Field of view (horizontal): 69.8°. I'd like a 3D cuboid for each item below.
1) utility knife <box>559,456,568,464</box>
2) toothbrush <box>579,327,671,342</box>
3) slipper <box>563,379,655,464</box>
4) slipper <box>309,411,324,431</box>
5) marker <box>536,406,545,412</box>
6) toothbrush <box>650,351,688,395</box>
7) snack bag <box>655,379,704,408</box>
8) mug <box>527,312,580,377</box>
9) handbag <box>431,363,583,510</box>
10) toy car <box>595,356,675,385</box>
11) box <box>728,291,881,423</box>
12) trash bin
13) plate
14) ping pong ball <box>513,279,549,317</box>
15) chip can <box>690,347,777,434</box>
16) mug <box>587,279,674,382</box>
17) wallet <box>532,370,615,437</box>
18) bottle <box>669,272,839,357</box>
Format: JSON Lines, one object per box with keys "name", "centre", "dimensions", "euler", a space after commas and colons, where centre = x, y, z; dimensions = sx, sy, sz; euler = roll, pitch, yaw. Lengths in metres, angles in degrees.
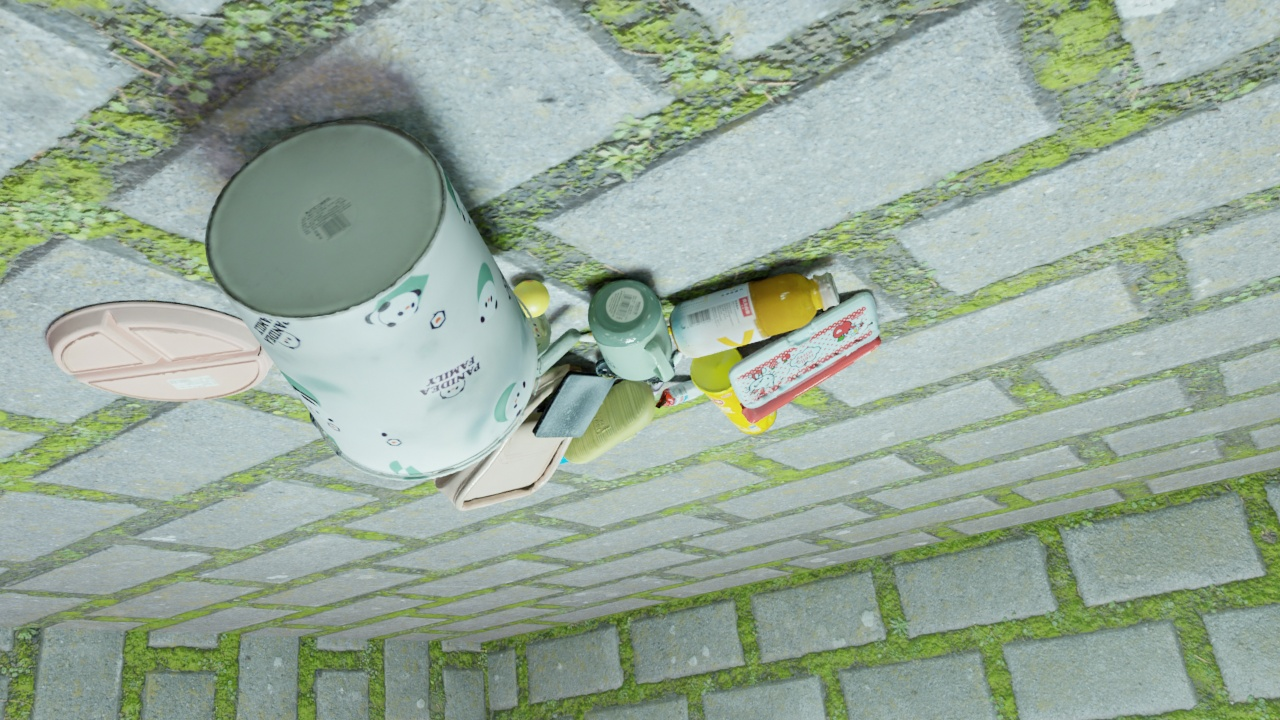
{"name": "utility knife", "centre": [-0.139, 0.130, 1.463], "dimensions": [0.034, 0.018, 0.191], "euler": [-7, 156, 1]}
{"name": "toothbrush", "centre": [0.019, -0.031, 1.130], "dimensions": [0.191, 0.018, 0.016], "euler": [-4, 155, -7]}
{"name": "slipper", "centre": [-0.039, 0.090, 1.311], "dimensions": [0.191, 0.091, 0.081], "euler": [-30, 151, 36]}
{"name": "slipper", "centre": [-0.312, 0.097, 1.255], "dimensions": [0.268, 0.083, 0.111], "euler": [1, 158, -15]}
{"name": "marker", "centre": [-0.098, 0.060, 1.304], "dimensions": [0.132, 0.022, 0.020], "euler": [-25, 114, 36]}
{"name": "toothbrush", "centre": [0.039, 0.017, 1.250], "dimensions": [0.021, 0.029, 0.190], "euler": [37, 151, 0]}
{"name": "snack bag", "centre": [0.064, 0.044, 1.291], "dimensions": [0.105, 0.026, 0.045], "euler": [-17, 161, -30]}
{"name": "mug", "centre": [-0.142, -0.015, 1.042], "dimensions": [0.123, 0.083, 0.104], "euler": [5, 152, -34]}
{"name": "handbag", "centre": [-0.156, 0.092, 1.228], "dimensions": [0.235, 0.093, 0.193], "euler": [-47, 160, 26]}
{"name": "toy car", "centre": [-0.007, 0.007, 1.192], "dimensions": [0.105, 0.031, 0.049], "euler": [7, 152, -16]}
{"name": "box", "centre": [0.211, 0.003, 1.157], "dimensions": [0.201, 0.060, 0.161], "euler": [-31, 154, -1]}
{"name": "trash bin", "centre": [-0.220, -0.050, 0.780], "dimensions": [0.229, 0.229, 0.252], "euler": [-8, 151, 2]}
{"name": "plate", "centre": [-0.531, -0.002, 1.026], "dimensions": [0.229, 0.028, 0.230], "euler": [-6, 157, -3]}
{"name": "ping pong ball", "centre": [-0.117, -0.066, 0.980], "dimensions": [0.040, 0.040, 0.040], "euler": [-6, 157, -3]}
{"name": "chip can", "centre": [0.132, 0.043, 1.271], "dimensions": [0.072, 0.072, 0.213], "euler": [-14, 157, 15]}
{"name": "mug", "centre": [-0.004, -0.026, 1.020], "dimensions": [0.082, 0.111, 0.106], "euler": [-37, 155, -8]}
{"name": "wallet", "centre": [-0.086, 0.057, 1.202], "dimensions": [0.097, 0.019, 0.120], "euler": [-60, 156, 12]}
{"name": "bottle", "centre": [0.129, -0.056, 1.040], "dimensions": [0.190, 0.068, 0.068], "euler": [-16, 156, 19]}
